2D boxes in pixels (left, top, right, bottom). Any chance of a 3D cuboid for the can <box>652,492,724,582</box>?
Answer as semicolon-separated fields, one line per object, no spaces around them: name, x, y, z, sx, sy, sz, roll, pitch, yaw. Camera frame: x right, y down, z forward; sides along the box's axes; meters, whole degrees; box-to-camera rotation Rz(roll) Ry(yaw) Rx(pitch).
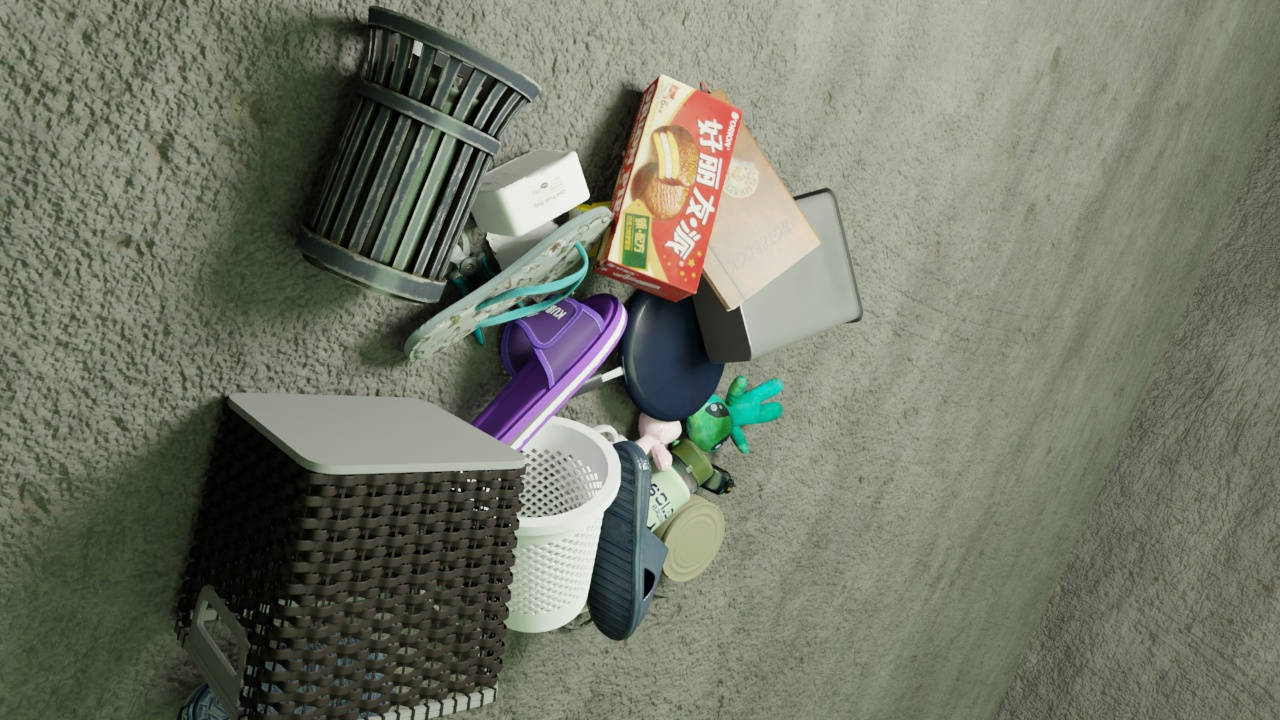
can;0.053;0.250;1.335;0.127;0.073;0.128;-18;120;-36

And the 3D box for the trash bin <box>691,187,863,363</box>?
trash bin;0.179;-0.114;1.240;0.219;0.098;0.192;-20;99;-34

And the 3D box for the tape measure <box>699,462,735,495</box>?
tape measure;0.097;0.169;1.345;0.072;0.071;0.042;30;90;-40

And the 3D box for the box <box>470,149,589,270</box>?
box;-0.119;-0.146;0.998;0.108;0.128;0.137;-32;118;-28

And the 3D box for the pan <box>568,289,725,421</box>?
pan;-0.007;0.007;1.173;0.355;0.021;0.199;-23;110;-39

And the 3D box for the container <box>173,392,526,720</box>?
container;-0.275;0.180;0.888;0.245;0.248;0.244;4;101;-43

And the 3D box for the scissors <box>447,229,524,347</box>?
scissors;-0.176;-0.081;1.020;0.124;0.019;0.157;-7;113;-41

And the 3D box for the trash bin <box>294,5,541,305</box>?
trash bin;-0.212;-0.179;0.849;0.164;0.164;0.227;17;99;-45

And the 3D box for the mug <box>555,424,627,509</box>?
mug;-0.054;0.135;1.186;0.089;0.073;0.105;-28;125;-31

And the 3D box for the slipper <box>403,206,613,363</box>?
slipper;-0.129;-0.068;0.989;0.268;0.054;0.098;-36;171;-12

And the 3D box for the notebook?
notebook;0.093;-0.201;1.127;0.178;0.014;0.249;-37;96;-20

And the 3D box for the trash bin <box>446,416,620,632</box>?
trash bin;-0.126;0.203;1.086;0.195;0.195;0.200;-22;131;-34

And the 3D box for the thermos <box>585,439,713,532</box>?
thermos;-0.002;0.201;1.253;0.231;0.082;0.082;-39;130;-19

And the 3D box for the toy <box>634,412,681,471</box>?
toy;0.022;0.099;1.248;0.063;0.047;0.109;33;50;-16

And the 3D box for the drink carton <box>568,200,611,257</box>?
drink carton;-0.021;-0.163;1.109;0.134;0.043;0.059;-14;116;-39

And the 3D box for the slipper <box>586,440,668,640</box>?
slipper;-0.005;0.225;1.147;0.082;0.101;0.264;-6;109;-39

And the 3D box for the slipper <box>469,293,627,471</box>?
slipper;-0.122;-0.002;1.034;0.265;0.107;0.084;-51;122;-23

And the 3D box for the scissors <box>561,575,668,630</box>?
scissors;-0.048;0.325;1.278;0.158;0.012;0.162;-40;116;8

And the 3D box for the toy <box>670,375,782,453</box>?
toy;0.126;0.078;1.337;0.193;0.072;0.131;-17;117;-26

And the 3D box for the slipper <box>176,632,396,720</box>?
slipper;-0.379;0.359;0.980;0.095;0.105;0.252;-32;160;25

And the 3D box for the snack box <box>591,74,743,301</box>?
snack box;0.032;-0.197;1.061;0.113;0.060;0.236;19;78;-19
